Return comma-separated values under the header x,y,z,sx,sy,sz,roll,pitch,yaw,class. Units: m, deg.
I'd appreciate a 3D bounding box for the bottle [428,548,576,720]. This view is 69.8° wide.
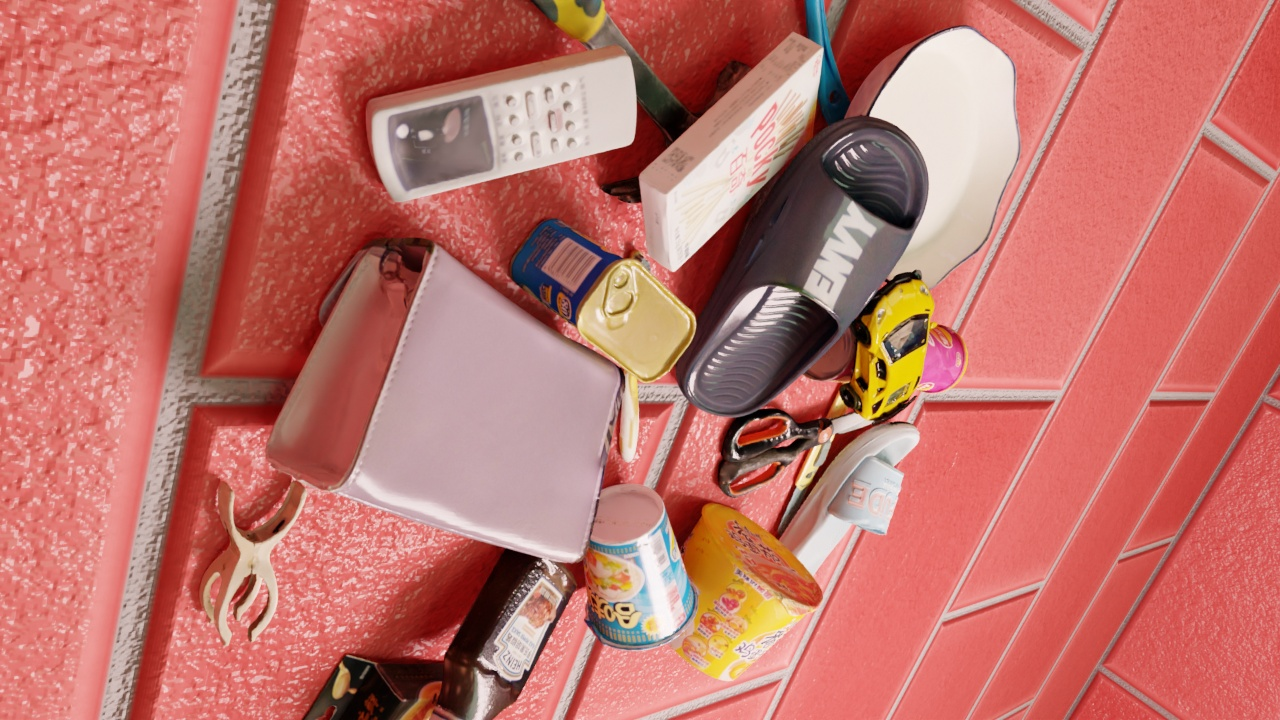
x,y,z,sx,sy,sz,roll,pitch,yaw,class
-0.116,0.232,0.678,0.194,0.044,0.080,-61,143,-27,bottle

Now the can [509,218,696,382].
x,y,z,sx,sy,sz,roll,pitch,yaw,class
-0.025,-0.040,0.597,0.057,0.083,0.102,-54,139,-1,can

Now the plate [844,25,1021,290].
x,y,z,sx,sy,sz,roll,pitch,yaw,class
0.228,-0.161,0.737,0.204,0.045,0.205,-15,116,-33,plate

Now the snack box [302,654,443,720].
x,y,z,sx,sy,sz,roll,pitch,yaw,class
-0.192,0.285,0.696,0.113,0.053,0.125,-58,145,4,snack box

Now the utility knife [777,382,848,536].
x,y,z,sx,sy,sz,roll,pitch,yaw,class
0.183,0.093,0.945,0.031,0.022,0.211,7,116,-41,utility knife

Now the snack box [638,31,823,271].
x,y,z,sx,sy,sz,roll,pitch,yaw,class
0.061,-0.137,0.607,0.156,0.027,0.085,-45,156,-18,snack box

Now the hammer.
x,y,z,sx,sy,sz,roll,pitch,yaw,class
-0.040,-0.199,0.513,0.126,0.032,0.323,-55,140,0,hammer

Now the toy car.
x,y,z,sx,sy,sz,roll,pitch,yaw,class
0.206,-0.007,0.755,0.071,0.041,0.156,-28,142,-16,toy car

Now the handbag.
x,y,z,sx,sy,sz,roll,pitch,yaw,class
-0.104,0.030,0.560,0.197,0.098,0.145,33,76,-49,handbag

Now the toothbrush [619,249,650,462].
x,y,z,sx,sy,sz,roll,pitch,yaw,class
-0.004,0.004,0.697,0.016,0.018,0.192,-20,129,-31,toothbrush

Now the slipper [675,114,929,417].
x,y,z,sx,sy,sz,roll,pitch,yaw,class
0.119,-0.045,0.672,0.110,0.083,0.269,23,121,-17,slipper

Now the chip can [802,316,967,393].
x,y,z,sx,sy,sz,roll,pitch,yaw,class
0.230,-0.008,0.871,0.210,0.071,0.071,5,113,-45,chip can

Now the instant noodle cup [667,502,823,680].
x,y,z,sx,sy,sz,roll,pitch,yaw,class
0.080,0.217,0.846,0.138,0.138,0.110,24,107,-49,instant noodle cup

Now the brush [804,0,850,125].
x,y,z,sx,sy,sz,roll,pitch,yaw,class
0.115,-0.261,0.618,0.083,0.046,0.255,-47,143,-15,brush

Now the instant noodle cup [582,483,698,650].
x,y,z,sx,sy,sz,roll,pitch,yaw,class
-0.007,0.165,0.755,0.099,0.099,0.110,-28,126,-27,instant noodle cup

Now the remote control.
x,y,z,sx,sy,sz,roll,pitch,yaw,class
-0.073,-0.130,0.505,0.150,0.021,0.058,-18,136,-15,remote control

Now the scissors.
x,y,z,sx,sy,sz,roll,pitch,yaw,class
0.170,0.061,0.887,0.234,0.022,0.142,-31,132,-18,scissors

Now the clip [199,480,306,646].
x,y,z,sx,sy,sz,roll,pitch,yaw,class
-0.235,0.118,0.550,0.071,0.035,0.100,5,105,-45,clip

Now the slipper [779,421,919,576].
x,y,z,sx,sy,sz,roll,pitch,yaw,class
0.219,0.167,0.973,0.245,0.074,0.104,-54,147,1,slipper
